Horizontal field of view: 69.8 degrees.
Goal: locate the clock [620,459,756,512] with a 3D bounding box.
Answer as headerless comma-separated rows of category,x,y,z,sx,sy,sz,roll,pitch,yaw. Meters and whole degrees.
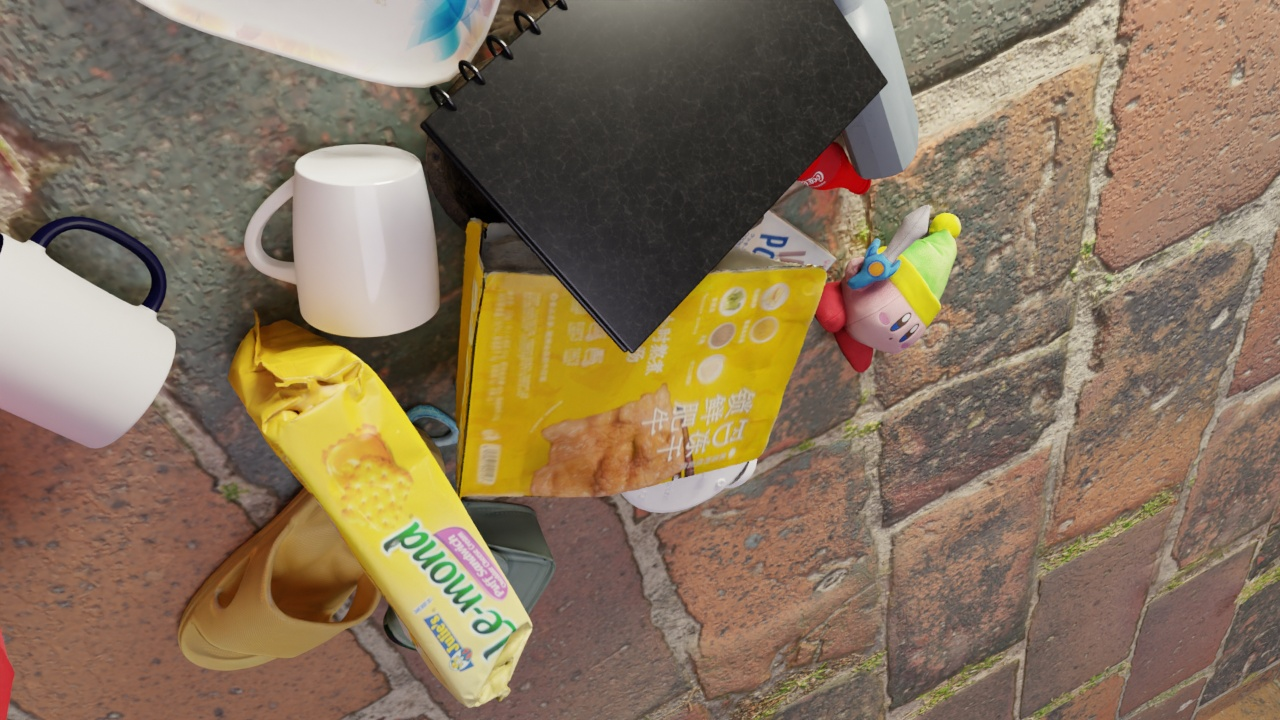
clock,0.035,0.067,0.749,0.160,0.073,0.126,-5,128,-26

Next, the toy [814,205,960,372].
toy,0.203,-0.067,0.743,0.132,0.096,0.124,-28,131,21

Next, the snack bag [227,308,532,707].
snack bag,-0.156,0.084,0.553,0.068,0.160,0.247,-34,114,-19

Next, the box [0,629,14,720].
box,-0.363,0.112,0.405,0.124,0.315,0.211,-2,128,-13

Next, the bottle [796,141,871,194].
bottle,0.121,-0.143,0.650,0.118,0.036,0.036,14,118,-37

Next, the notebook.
notebook,0.017,-0.145,0.500,0.231,0.019,0.169,-47,110,-14

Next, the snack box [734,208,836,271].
snack box,0.072,-0.079,0.683,0.150,0.026,0.082,25,111,-39

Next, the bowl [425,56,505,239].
bowl,-0.064,-0.130,0.543,0.121,0.056,0.121,-5,131,-6

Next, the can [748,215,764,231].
can,0.038,-0.134,0.574,0.067,0.067,0.105,-20,116,-14

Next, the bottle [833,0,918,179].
bottle,0.140,-0.198,0.593,0.046,0.072,0.161,-6,142,27

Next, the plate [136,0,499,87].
plate,-0.146,-0.229,0.421,0.186,0.016,0.187,12,127,-22

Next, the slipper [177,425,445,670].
slipper,-0.235,0.157,0.673,0.264,0.078,0.099,-47,136,15

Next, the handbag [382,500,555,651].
handbag,-0.139,0.181,0.752,0.106,0.067,0.122,16,117,-35

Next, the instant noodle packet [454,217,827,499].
instant noodle packet,-0.003,0.003,0.582,0.221,0.084,0.163,1,124,-18

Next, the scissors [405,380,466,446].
scissors,-0.108,0.053,0.702,0.090,0.014,0.141,-42,132,11

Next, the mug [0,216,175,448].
mug,-0.310,-0.023,0.494,0.097,0.079,0.111,42,72,-44

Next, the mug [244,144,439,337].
mug,-0.175,-0.073,0.528,0.114,0.080,0.088,7,121,4
